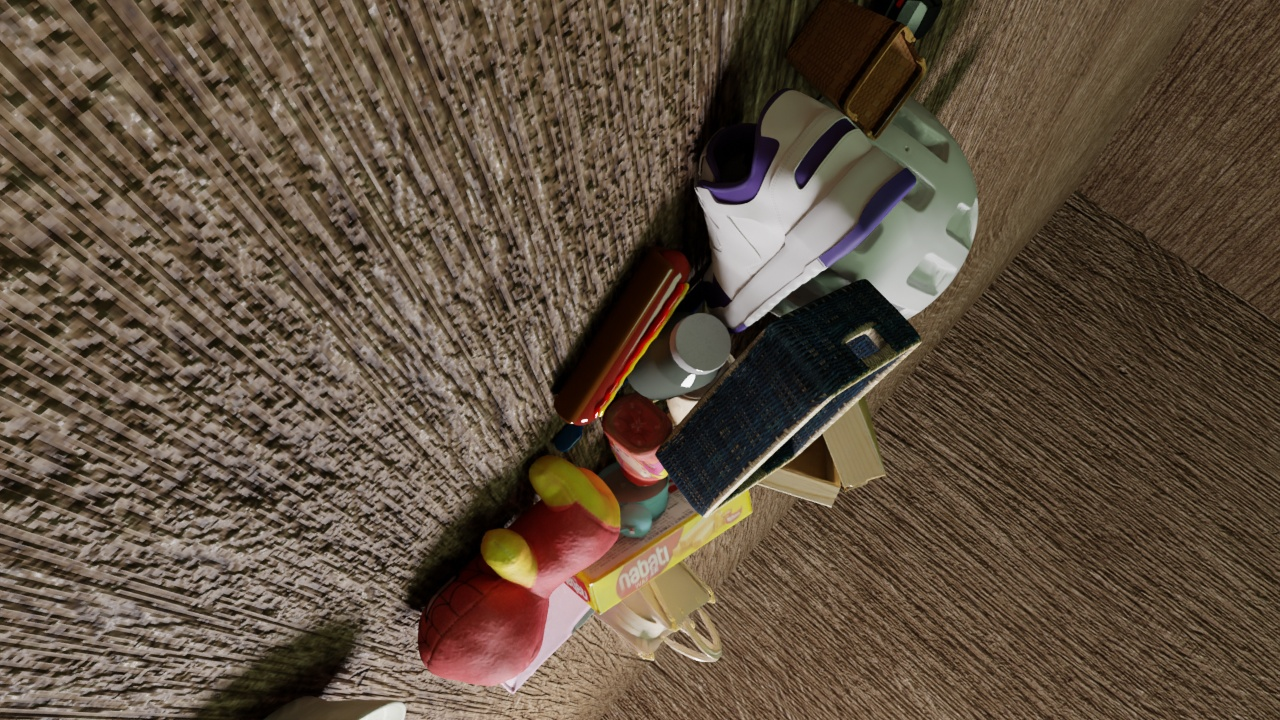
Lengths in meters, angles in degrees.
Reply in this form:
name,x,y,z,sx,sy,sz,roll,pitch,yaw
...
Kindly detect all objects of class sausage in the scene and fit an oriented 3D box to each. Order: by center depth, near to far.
name,x,y,z,sx,sy,sz,roll,pitch,yaw
sausage,-0.013,-0.015,0.670,0.156,0.040,0.040,-56,161,21

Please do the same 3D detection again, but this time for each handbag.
name,x,y,z,sx,sy,sz,roll,pitch,yaw
handbag,0.018,0.289,1.103,0.101,0.198,0.194,-53,162,11

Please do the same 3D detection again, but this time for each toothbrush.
name,x,y,z,sx,sy,sz,roll,pitch,yaw
toothbrush,-0.005,0.004,0.769,0.190,0.016,0.017,-48,170,-5

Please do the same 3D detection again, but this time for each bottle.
name,x,y,z,sx,sy,sz,roll,pitch,yaw
bottle,0.029,-0.004,0.705,0.060,0.060,0.109,-43,-175,-19
bottle,0.001,0.077,0.837,0.048,0.071,0.134,-48,163,-14

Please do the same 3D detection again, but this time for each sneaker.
name,x,y,z,sx,sy,sz,roll,pitch,yaw
sneaker,0.076,-0.100,0.631,0.091,0.111,0.245,-45,-178,-22

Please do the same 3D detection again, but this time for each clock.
name,x,y,z,sx,sy,sz,roll,pitch,yaw
clock,-0.019,0.137,0.901,0.122,0.087,0.042,-36,130,-41

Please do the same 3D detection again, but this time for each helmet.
name,x,y,z,sx,sy,sz,roll,pitch,yaw
helmet,0.186,-0.131,0.815,0.282,0.184,0.224,21,105,-50

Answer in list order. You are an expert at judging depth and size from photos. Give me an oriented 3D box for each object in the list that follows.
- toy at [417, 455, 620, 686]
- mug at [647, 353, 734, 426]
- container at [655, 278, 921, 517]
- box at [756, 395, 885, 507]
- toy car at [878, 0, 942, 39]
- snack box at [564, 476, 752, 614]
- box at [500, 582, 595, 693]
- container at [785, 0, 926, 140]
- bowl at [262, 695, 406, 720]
name,x,y,z,sx,sy,sz,roll,pitch,yaw
toy,-0.104,0.186,0.783,0.216,0.099,0.147,-54,155,-2
mug,0.049,0.035,0.873,0.111,0.085,0.104,-20,152,3
container,0.114,0.030,0.736,0.145,0.071,0.188,-24,160,-43
box,0.188,0.058,1.019,0.179,0.142,0.248,-41,-175,18
toy car,0.205,-0.262,0.687,0.091,0.036,0.042,-32,156,-42
snack box,0.010,0.169,0.928,0.200,0.092,0.042,-28,121,-27
box,-0.080,0.244,0.974,0.232,0.080,0.099,-44,162,-16
container,0.148,-0.202,0.632,0.063,0.061,0.113,-55,161,16
bowl,-0.266,0.308,0.696,0.176,0.058,0.177,-43,161,-19
